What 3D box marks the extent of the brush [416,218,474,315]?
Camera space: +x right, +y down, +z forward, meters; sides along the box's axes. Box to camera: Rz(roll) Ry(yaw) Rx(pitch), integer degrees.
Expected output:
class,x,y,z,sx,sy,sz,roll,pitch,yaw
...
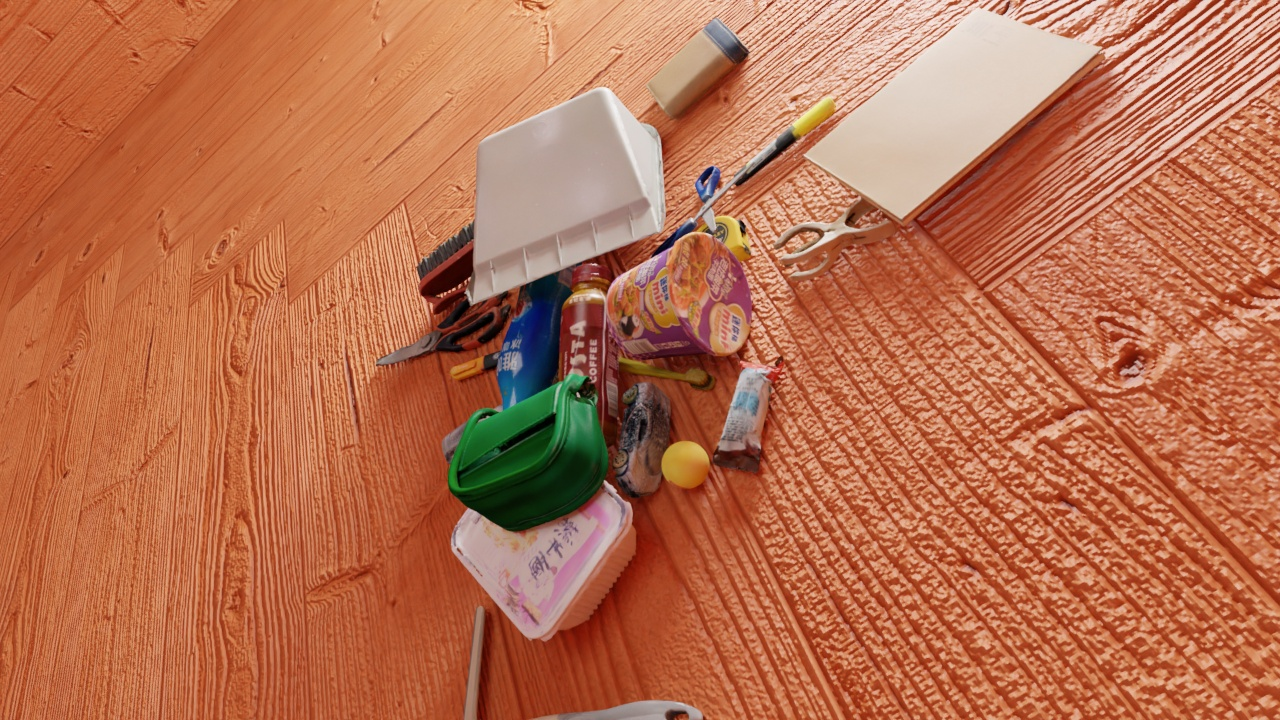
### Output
class,x,y,z,sx,sy,sz,roll,pitch,yaw
brush,-0.210,-0.114,1.108,0.146,0.063,0.069,-31,75,21

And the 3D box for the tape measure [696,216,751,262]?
class,x,y,z,sx,sy,sz,roll,pitch,yaw
tape measure,0.077,-0.109,0.880,0.060,0.029,0.057,-26,49,26

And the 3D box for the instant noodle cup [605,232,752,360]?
class,x,y,z,sx,sy,sz,roll,pitch,yaw
instant noodle cup,0.030,-0.050,0.829,0.099,0.111,0.111,-14,53,44

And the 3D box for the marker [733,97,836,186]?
class,x,y,z,sx,sy,sz,roll,pitch,yaw
marker,0.142,-0.215,0.912,0.124,0.015,0.018,-38,43,18

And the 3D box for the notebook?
class,x,y,z,sx,sy,sz,roll,pitch,yaw
notebook,0.263,-0.219,0.797,0.211,0.012,0.149,-40,42,2

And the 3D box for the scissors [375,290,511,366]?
class,x,y,z,sx,sy,sz,roll,pitch,yaw
scissors,-0.245,-0.038,1.114,0.210,0.015,0.176,21,78,46

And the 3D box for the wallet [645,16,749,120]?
class,x,y,z,sx,sy,sz,roll,pitch,yaw
wallet,0.063,-0.332,1.045,0.115,0.033,0.090,-40,41,13

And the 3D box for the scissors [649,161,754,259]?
class,x,y,z,sx,sy,sz,roll,pitch,yaw
scissors,0.058,-0.144,0.893,0.163,0.012,0.175,-48,18,28

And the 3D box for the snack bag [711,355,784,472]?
class,x,y,z,sx,sy,sz,roll,pitch,yaw
snack bag,0.091,0.042,0.766,0.045,0.026,0.105,5,66,32

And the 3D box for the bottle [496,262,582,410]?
class,x,y,z,sx,sy,sz,roll,pitch,yaw
bottle,-0.109,-0.016,0.947,0.065,0.065,0.218,-10,57,35

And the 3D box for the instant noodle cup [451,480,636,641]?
class,x,y,z,sx,sy,sz,roll,pitch,yaw
instant noodle cup,-0.077,0.155,0.805,0.173,0.060,0.138,32,84,46

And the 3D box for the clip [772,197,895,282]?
class,x,y,z,sx,sy,sz,roll,pitch,yaw
clip,0.169,-0.106,0.801,0.101,0.035,0.076,-26,46,13

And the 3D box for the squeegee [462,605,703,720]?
class,x,y,z,sx,sy,sz,roll,pitch,yaw
squeegee,-0.065,0.290,0.716,0.247,0.039,0.246,-19,51,29

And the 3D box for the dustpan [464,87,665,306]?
class,x,y,z,sx,sy,sz,roll,pitch,yaw
dustpan,-0.070,-0.180,1.009,0.223,0.142,0.257,-19,64,18

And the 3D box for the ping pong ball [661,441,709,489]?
class,x,y,z,sx,sy,sz,roll,pitch,yaw
ping pong ball,0.038,0.087,0.768,0.040,0.040,0.040,-22,50,28

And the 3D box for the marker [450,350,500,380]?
class,x,y,z,sx,sy,sz,roll,pitch,yaw
marker,-0.162,-0.001,1.018,0.124,0.015,0.018,-18,56,29

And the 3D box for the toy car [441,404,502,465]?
class,x,y,z,sx,sy,sz,roll,pitch,yaw
toy car,-0.168,0.078,0.955,0.091,0.034,0.042,-31,42,18

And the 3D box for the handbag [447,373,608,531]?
class,x,y,z,sx,sy,sz,roll,pitch,yaw
handbag,-0.093,0.076,0.788,0.132,0.068,0.120,-23,41,28

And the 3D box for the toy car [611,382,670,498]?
class,x,y,z,sx,sy,sz,roll,pitch,yaw
toy car,0.005,0.069,0.803,0.031,0.049,0.105,-12,55,36

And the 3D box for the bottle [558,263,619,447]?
class,x,y,z,sx,sy,sz,roll,pitch,yaw
bottle,-0.048,-0.006,0.871,0.058,0.057,0.174,-13,65,34

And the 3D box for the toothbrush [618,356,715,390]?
class,x,y,z,sx,sy,sz,roll,pitch,yaw
toothbrush,-0.005,0.005,0.879,0.190,0.016,0.015,11,70,44
